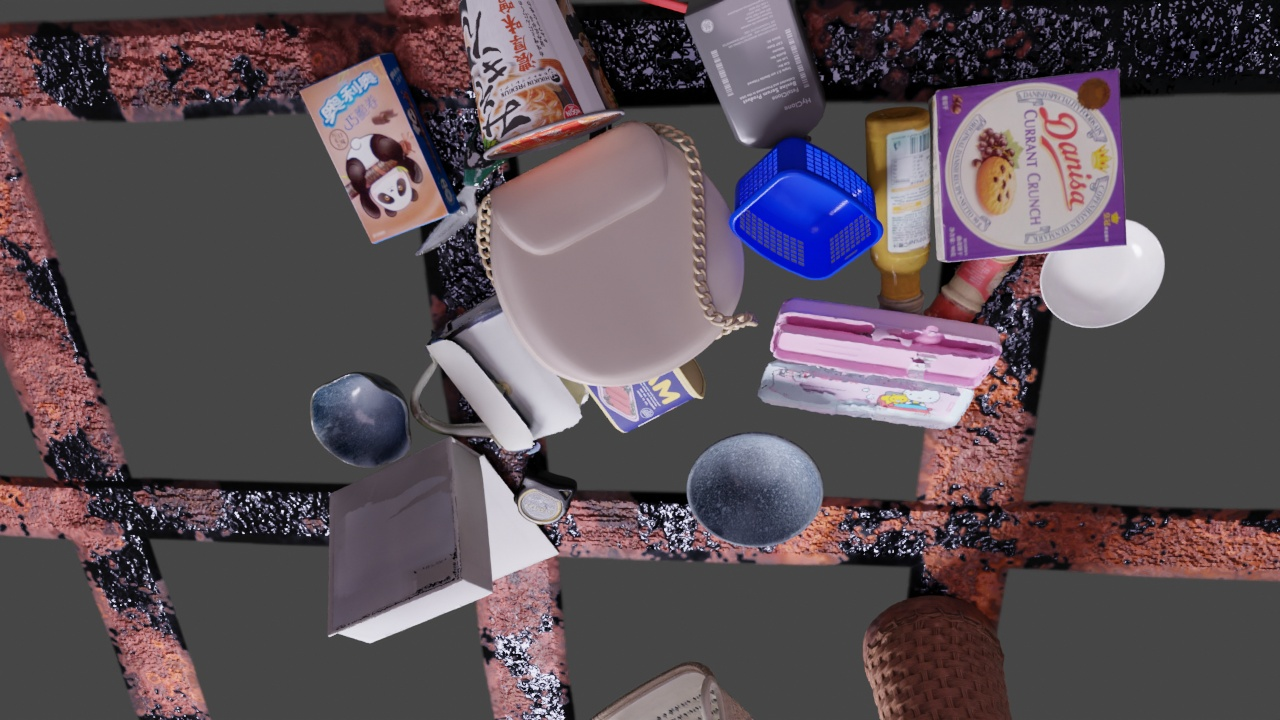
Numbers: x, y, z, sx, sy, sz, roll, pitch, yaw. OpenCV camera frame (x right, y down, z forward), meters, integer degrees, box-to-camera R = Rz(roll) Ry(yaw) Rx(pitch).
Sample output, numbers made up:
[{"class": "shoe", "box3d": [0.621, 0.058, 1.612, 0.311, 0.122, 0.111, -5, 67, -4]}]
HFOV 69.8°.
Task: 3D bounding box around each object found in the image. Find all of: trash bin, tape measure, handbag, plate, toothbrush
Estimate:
[{"class": "trash bin", "box3d": [0.321, 0.372, 0.960, 0.151, 0.209, 0.151, 3, 117, 5]}, {"class": "tape measure", "box3d": [-0.106, 0.147, 0.998, 0.061, 0.034, 0.061, 22, 112, -9]}, {"class": "handbag", "box3d": [-0.020, -0.084, 0.793, 0.210, 0.103, 0.208, -29, 95, -10]}, {"class": "handbag", "box3d": [-0.160, 0.030, 0.926, 0.176, 0.073, 0.151, -25, 111, 18]}, {"class": "plate", "box3d": [0.413, -0.082, 0.829, 0.104, 0.026, 0.104, 3, 116, 6]}, {"class": "toothbrush", "box3d": [0.013, -0.310, 0.773, 0.212, 0.012, 0.018, 15, 117, -1]}]

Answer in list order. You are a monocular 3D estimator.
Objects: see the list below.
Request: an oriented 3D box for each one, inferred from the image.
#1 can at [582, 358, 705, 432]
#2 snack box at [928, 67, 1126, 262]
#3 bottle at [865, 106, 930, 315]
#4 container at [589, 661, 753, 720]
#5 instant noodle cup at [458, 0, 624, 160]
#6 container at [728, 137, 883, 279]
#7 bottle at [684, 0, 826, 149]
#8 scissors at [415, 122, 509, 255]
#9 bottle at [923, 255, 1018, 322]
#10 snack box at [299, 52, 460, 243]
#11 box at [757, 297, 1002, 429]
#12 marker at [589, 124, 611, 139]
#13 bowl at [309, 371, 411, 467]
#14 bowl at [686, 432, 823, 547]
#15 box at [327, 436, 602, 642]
[{"class": "can", "box3d": [-0.005, 0.005, 0.906, 0.092, 0.056, 0.116, -28, 109, 20]}, {"class": "snack box", "box3d": [0.323, -0.160, 0.770, 0.148, 0.040, 0.143, -5, 96, 9]}, {"class": "bottle", "box3d": [0.229, -0.126, 0.814, 0.053, 0.053, 0.186, -5, 116, 9]}, {"class": "container", "box3d": [0.030, 0.483, 1.073, 0.247, 0.184, 0.143, -38, 117, 23]}, {"class": "instant noodle cup", "box3d": [-0.090, -0.245, 0.760, 0.124, 0.123, 0.122, -16, 98, 14]}, {"class": "container", "box3d": [0.140, -0.131, 0.782, 0.114, 0.058, 0.096, 27, 138, -25]}, {"class": "bottle", "box3d": [0.109, -0.231, 0.773, 0.084, 0.046, 0.174, -17, 122, 20]}, {"class": "scissors", "box3d": [-0.124, -0.141, 0.872, 0.202, 0.015, 0.202, 42, 114, -15]}, {"class": "bottle", "box3d": [0.306, -0.073, 0.837, 0.044, 0.044, 0.109, 27, 115, -7]}, {"class": "snack box", "box3d": [-0.237, -0.192, 0.841, 0.087, 0.034, 0.151, -17, 107, 17]}, {"class": "box", "box3d": [0.220, 0.006, 0.871, 0.201, 0.038, 0.153, 9, 149, 3]}, {"class": "marker", "box3d": [-0.038, -0.160, 0.852, 0.022, 0.016, 0.139, -6, 118, -15]}, {"class": "bowl", "box3d": [-0.286, 0.054, 0.963, 0.110, 0.055, 0.110, 3, 117, 5]}, {"class": "bowl", "box3d": [0.117, 0.120, 0.946, 0.137, 0.057, 0.137, 3, 116, 5]}, {"class": "box", "box3d": [-0.186, 0.200, 1.082, 0.168, 0.421, 0.173, -24, 77, 17]}]
